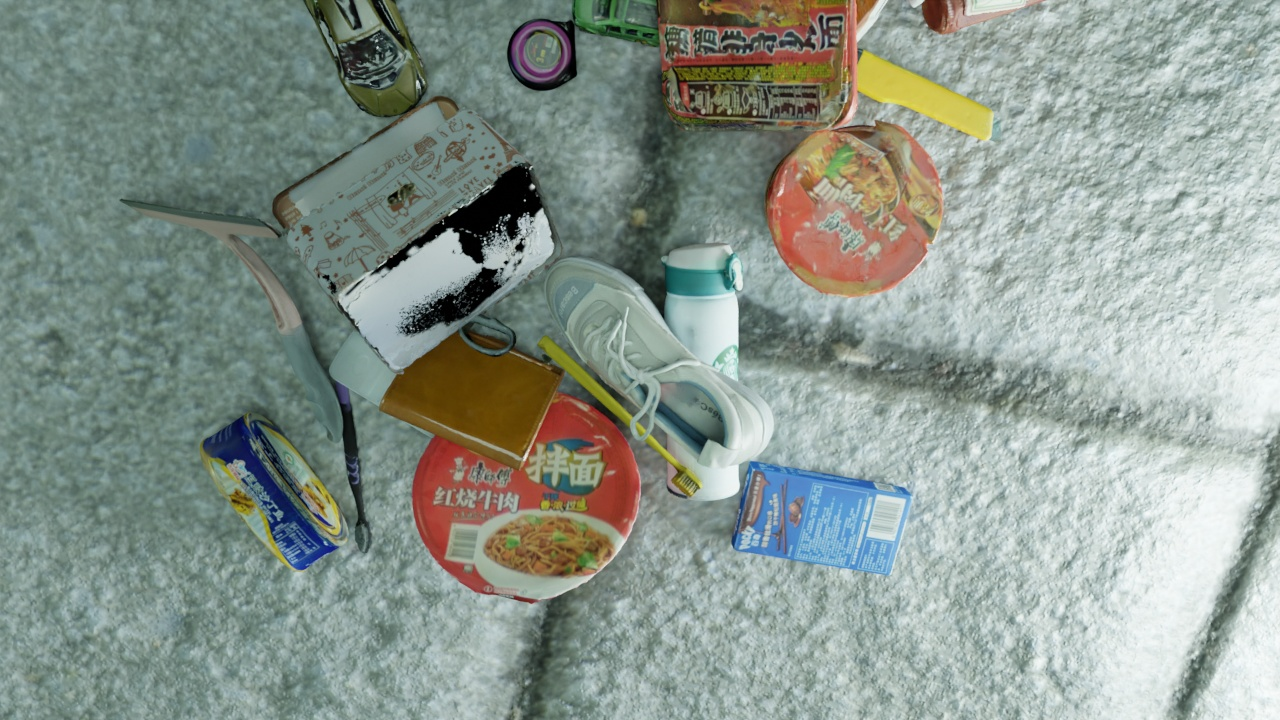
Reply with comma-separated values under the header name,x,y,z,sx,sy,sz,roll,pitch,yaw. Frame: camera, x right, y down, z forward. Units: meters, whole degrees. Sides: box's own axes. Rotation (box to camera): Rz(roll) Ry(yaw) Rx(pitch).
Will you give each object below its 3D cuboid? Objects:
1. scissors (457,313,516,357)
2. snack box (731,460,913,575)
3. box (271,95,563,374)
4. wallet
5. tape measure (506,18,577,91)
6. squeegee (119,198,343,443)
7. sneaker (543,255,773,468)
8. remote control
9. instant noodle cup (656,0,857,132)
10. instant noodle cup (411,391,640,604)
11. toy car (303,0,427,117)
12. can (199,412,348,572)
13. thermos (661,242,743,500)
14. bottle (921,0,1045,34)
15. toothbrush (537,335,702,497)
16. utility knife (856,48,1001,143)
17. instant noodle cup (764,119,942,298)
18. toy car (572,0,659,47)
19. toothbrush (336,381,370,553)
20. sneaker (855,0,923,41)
name,x,y,z,sx,sy,sz,roll,pitch,yaw
scissors,-0.174,-0.063,0.798,0.159,0.014,0.175,-34,81,-11
snack box,0.171,0.151,0.874,0.157,0.026,0.084,10,103,-5
box,-0.187,-0.120,0.739,0.182,0.154,0.181,-38,66,-12
wallet,-0.140,0.019,0.795,0.130,0.118,0.035,23,146,0
tape measure,-0.081,-0.252,0.759,0.058,0.039,0.057,-6,104,-6
squeegee,-0.306,-0.031,0.777,0.040,0.248,0.250,-45,131,-33
sneaker,-0.004,0.004,0.756,0.242,0.090,0.090,41,118,18
remote control,-0.210,0.025,0.829,0.136,0.020,0.056,33,100,-12
instant noodle cup,0.093,-0.274,0.702,0.165,0.078,0.189,10,119,31
instant noodle cup,-0.098,0.122,0.800,0.194,0.193,0.066,1,147,-3
toy car,-0.229,-0.276,0.746,0.070,0.042,0.158,-23,106,4
can,-0.325,0.118,0.820,0.049,0.074,0.148,-32,104,1
thermos,0.056,0.008,0.813,0.073,0.073,0.224,-2,103,-2
bottle,0.335,-0.324,0.749,0.206,0.059,0.060,-18,104,2
toothbrush,-0.019,0.049,0.796,0.190,0.016,0.016,44,66,1
utility knife,0.242,-0.226,0.792,0.164,0.015,0.033,22,108,-9
instant noodle cup,0.166,-0.127,0.764,0.138,0.108,0.138,-1,103,-3
toy car,-0.011,-0.287,0.756,0.091,0.036,0.043,10,104,-1
toothbrush,-0.267,0.091,0.846,0.014,0.016,0.189,-4,102,1
sneaker,0.184,-0.334,0.724,0.118,0.087,0.242,41,123,12
